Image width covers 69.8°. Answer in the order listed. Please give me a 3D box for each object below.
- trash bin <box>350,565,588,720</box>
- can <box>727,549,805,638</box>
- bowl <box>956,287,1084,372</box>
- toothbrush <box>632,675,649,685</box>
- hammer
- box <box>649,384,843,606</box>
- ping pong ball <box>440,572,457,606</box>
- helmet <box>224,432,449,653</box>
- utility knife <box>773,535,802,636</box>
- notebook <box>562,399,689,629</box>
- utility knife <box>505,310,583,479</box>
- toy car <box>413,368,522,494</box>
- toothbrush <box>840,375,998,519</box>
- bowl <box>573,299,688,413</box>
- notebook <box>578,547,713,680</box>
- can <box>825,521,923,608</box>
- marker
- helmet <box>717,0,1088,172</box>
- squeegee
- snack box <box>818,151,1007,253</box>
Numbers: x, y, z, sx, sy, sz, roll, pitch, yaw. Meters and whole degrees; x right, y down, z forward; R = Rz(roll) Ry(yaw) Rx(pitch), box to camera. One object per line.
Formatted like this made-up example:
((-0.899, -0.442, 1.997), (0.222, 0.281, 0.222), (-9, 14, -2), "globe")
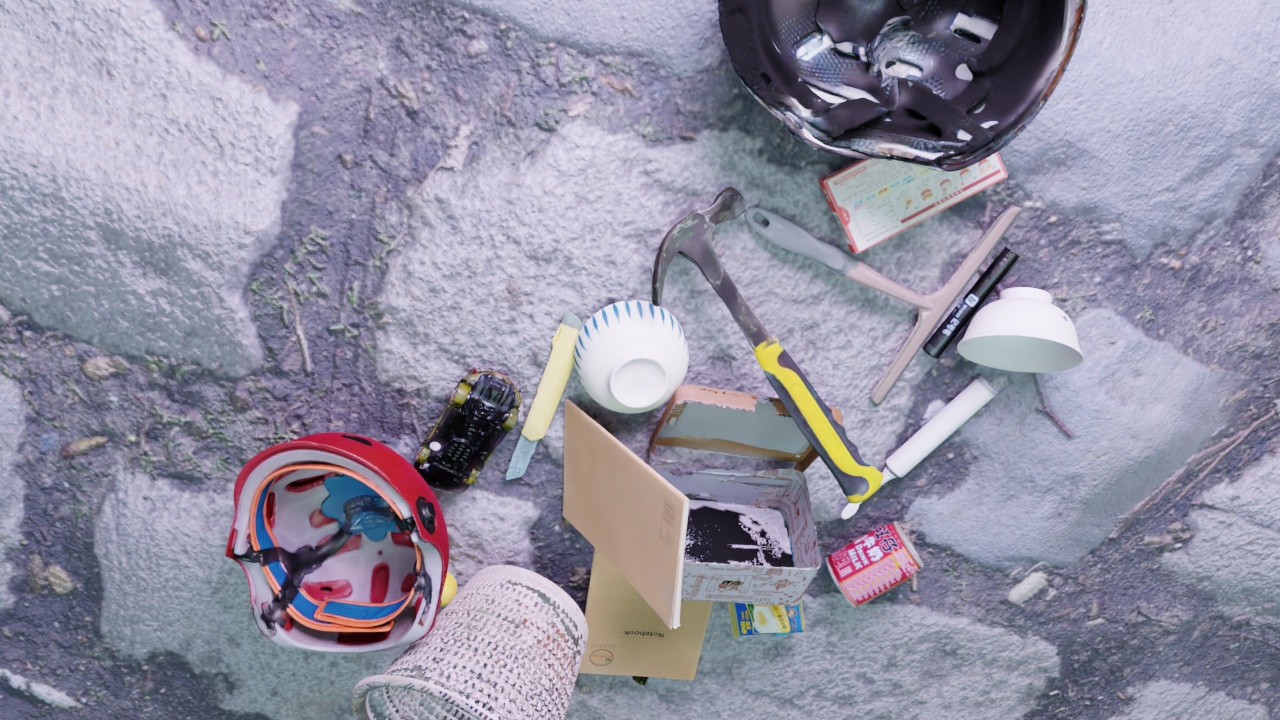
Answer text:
((-0.159, 0.337, 0.981), (0.228, 0.191, 0.228), (14, 131, 16), "trash bin")
((0.144, 0.269, 1.062), (0.083, 0.057, 0.102), (-6, 115, 10), "can")
((0.384, -0.035, 0.924), (0.118, 0.118, 0.064), (15, 75, -13), "bowl")
((-0.062, 0.331, 1.102), (0.212, 0.027, 0.026), (44, 144, -23), "toothbrush")
((0.126, 0.002, 0.877), (0.126, 0.032, 0.323), (-36, 98, -6), "hammer")
((0.105, 0.133, 0.937), (0.183, 0.156, 0.194), (5, 138, -9), "box")
((-0.229, 0.259, 1.042), (0.040, 0.040, 0.040), (-2, 118, -4), "ping pong ball")
((-0.294, 0.168, 0.934), (0.207, 0.143, 0.240), (-8, 107, 7), "helmet")
((0.179, 0.244, 1.085), (0.034, 0.018, 0.205), (-2, 116, -4), "utility knife")
((-0.022, 0.148, 0.920), (0.012, 0.211, 0.150), (-15, 122, -31), "notebook")
((-0.100, 0.043, 0.953), (0.031, 0.021, 0.207), (18, 107, -13), "utility knife")
((-0.181, 0.076, 0.949), (0.070, 0.042, 0.158), (28, 116, -18), "toy car")
((0.303, 0.102, 1.017), (0.027, 0.026, 0.221), (44, 108, 4), "toothbrush")
((-0.005, 0.005, 0.911), (0.116, 0.066, 0.117), (-4, 119, -8), "bowl")
((0.009, 0.293, 1.065), (0.148, 0.008, 0.208), (6, 119, -6), "notebook")
((0.271, 0.235, 1.061), (0.094, 0.066, 0.066), (-33, 116, 12), "can")
((0.338, -0.058, 0.939), (0.022, 0.020, 0.132), (16, 115, -47), "marker")
((0.199, -0.284, 0.735), (0.274, 0.156, 0.230), (17, 116, -2), "helmet")
((0.212, -0.090, 0.903), (0.249, 0.040, 0.248), (23, 114, -15), "squeegee")
((0.253, -0.169, 0.854), (0.156, 0.027, 0.077), (-27, 101, 4), "snack box")
